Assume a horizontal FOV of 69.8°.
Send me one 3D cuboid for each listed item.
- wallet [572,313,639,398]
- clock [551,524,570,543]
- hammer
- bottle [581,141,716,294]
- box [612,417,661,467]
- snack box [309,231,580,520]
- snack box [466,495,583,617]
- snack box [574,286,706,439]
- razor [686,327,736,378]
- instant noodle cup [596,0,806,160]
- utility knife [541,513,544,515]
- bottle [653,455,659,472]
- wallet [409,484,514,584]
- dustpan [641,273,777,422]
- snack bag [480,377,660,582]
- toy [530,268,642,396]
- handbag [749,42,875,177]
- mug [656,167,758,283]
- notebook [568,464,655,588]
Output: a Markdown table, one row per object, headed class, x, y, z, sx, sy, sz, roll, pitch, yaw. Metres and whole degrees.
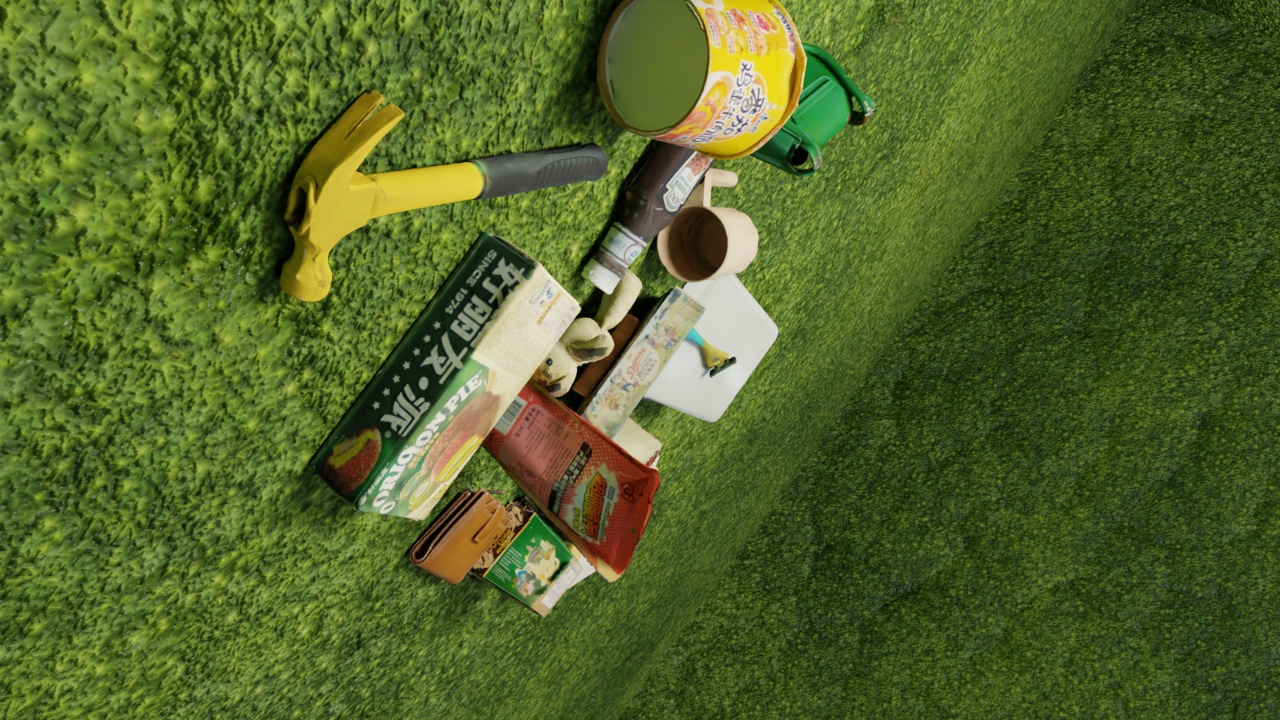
| class | x | y | z | sx | sy | sz | roll | pitch | yaw |
| --- | --- | --- | --- | --- | --- | --- | --- | --- | --- |
| wallet | -0.039 | -0.004 | 1.016 | 0.101 | 0.020 | 0.115 | -54 | -177 | -4 |
| clock | -0.069 | 0.193 | 1.262 | 0.158 | 0.060 | 0.117 | -41 | 158 | -37 |
| hammer | -0.120 | -0.129 | 0.652 | 0.299 | 0.033 | 0.129 | -26 | 147 | -53 |
| bottle | 0.011 | -0.153 | 0.895 | 0.195 | 0.044 | 0.080 | -55 | 160 | 3 |
| box | -0.042 | 0.124 | 1.136 | 0.081 | 0.091 | 0.168 | -58 | 167 | 26 |
| snack box | -0.156 | 0.018 | 0.766 | 0.240 | 0.063 | 0.114 | -53 | 160 | -2 |
| snack box | -0.137 | 0.249 | 1.126 | 0.118 | 0.105 | 0.118 | -48 | 160 | -14 |
| snack box | -0.006 | 0.006 | 1.020 | 0.182 | 0.046 | 0.178 | -54 | -176 | -2 |
| razor | 0.075 | -0.022 | 1.183 | 0.043 | 0.028 | 0.132 | -29 | 140 | 22 |
| instant noodle cup | 0.041 | -0.229 | 0.718 | 0.109 | 0.138 | 0.138 | -14 | 136 | -50 |
| utility knife | -0.121 | 0.157 | 1.149 | 0.029 | 0.013 | 0.151 | -52 | 161 | -27 |
| bottle | -0.017 | 0.200 | 1.396 | 0.149 | 0.067 | 0.067 | -55 | 162 | -21 |
| wallet | -0.192 | 0.190 | 1.021 | 0.119 | 0.035 | 0.131 | -44 | 159 | -12 |
| dustpan | 0.072 | -0.029 | 1.291 | 0.257 | 0.143 | 0.222 | 33 | 92 | -41 |
| snack bag | -0.075 | 0.099 | 0.871 | 0.073 | 0.208 | 0.129 | -18 | 139 | -52 |
| toy | -0.056 | -0.030 | 0.934 | 0.157 | 0.066 | 0.105 | -51 | -157 | -20 |
| handbag | 0.168 | -0.262 | 0.961 | 0.131 | 0.120 | 0.068 | -45 | 164 | -30 |
| mug | 0.079 | -0.151 | 1.021 | 0.103 | 0.084 | 0.125 | -17 | 112 | -62 |
| notebook | -0.061 | 0.239 | 1.249 | 0.145 | 0.010 | 0.207 | -20 | 143 | -58 |
